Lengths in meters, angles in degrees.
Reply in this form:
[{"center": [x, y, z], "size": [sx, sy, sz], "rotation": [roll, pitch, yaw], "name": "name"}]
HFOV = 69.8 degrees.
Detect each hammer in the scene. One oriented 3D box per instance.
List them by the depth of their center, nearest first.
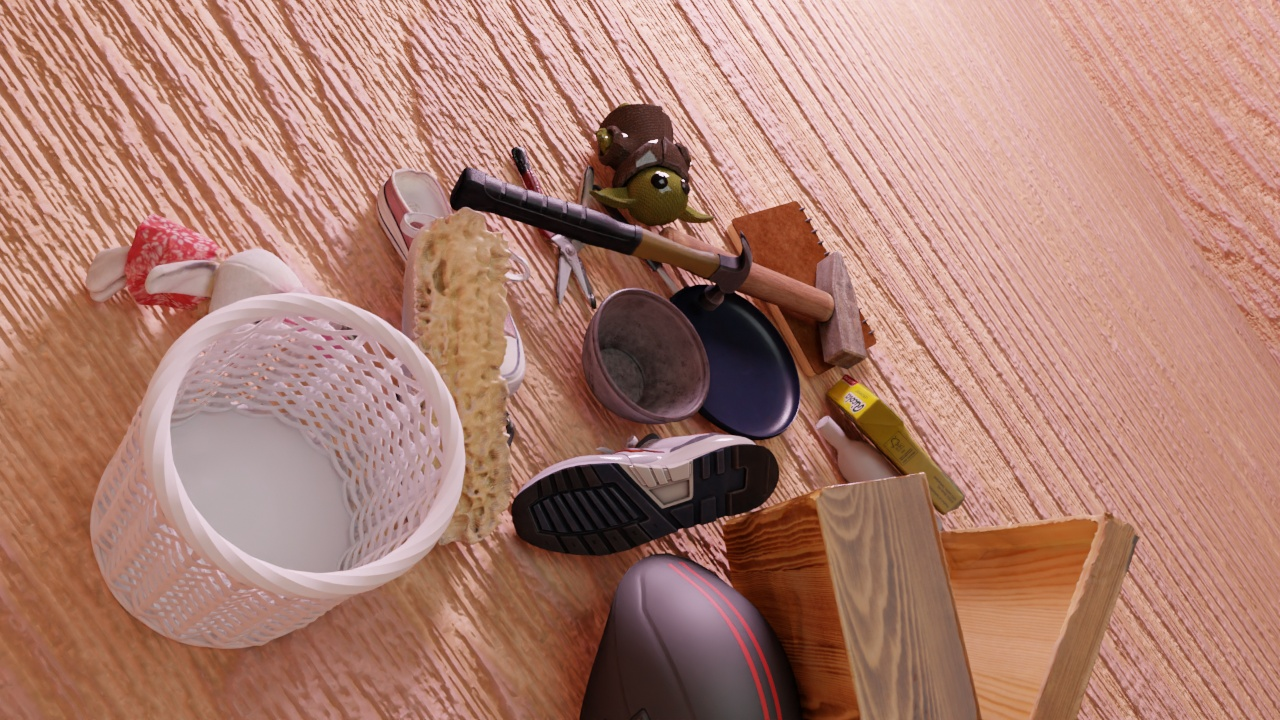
[{"center": [-0.030, -0.131, 0.951], "size": [0.332, 0.118, 0.025], "rotation": [15, 54, -25], "name": "hammer"}, {"center": [0.146, -0.101, 1.113], "size": [0.300, 0.037, 0.157], "rotation": [17, 55, -30], "name": "hammer"}]

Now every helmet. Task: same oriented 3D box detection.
[{"center": [0.046, 0.287, 0.746], "size": [0.164, 0.170, 0.264], "rotation": [2, 65, -40], "name": "helmet"}]

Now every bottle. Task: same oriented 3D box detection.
[{"center": [0.283, 0.143, 1.111], "size": [0.195, 0.053, 0.052], "rotation": [46, 45, -10], "name": "bottle"}]

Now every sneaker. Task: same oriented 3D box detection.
[{"center": [-0.161, -0.081, 0.827], "size": [0.118, 0.088, 0.241], "rotation": [-17, 74, -44], "name": "sneaker"}, {"center": [0.000, 0.115, 0.858], "size": [0.239, 0.124, 0.089], "rotation": [-9, 99, -6], "name": "sneaker"}]

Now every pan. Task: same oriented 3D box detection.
[{"center": [0.055, -0.060, 1.055], "size": [0.356, 0.021, 0.198], "rotation": [51, 43, 0], "name": "pan"}]

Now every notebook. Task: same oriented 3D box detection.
[{"center": [0.216, -0.099, 1.211], "size": [0.167, 0.024, 0.225], "rotation": [-23, 82, -44], "name": "notebook"}]

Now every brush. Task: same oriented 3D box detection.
[{"center": [-0.150, 0.015, 0.750], "size": [0.083, 0.057, 0.271], "rotation": [2, 88, -28], "name": "brush"}]

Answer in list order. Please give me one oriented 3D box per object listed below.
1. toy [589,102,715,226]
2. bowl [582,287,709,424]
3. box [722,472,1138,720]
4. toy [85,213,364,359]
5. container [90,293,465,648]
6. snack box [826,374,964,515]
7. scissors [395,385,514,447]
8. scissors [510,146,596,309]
[{"center": [0.008, -0.228, 1.063], "size": [0.179, 0.078, 0.152], "rotation": [4, 60, -39], "name": "toy"}, {"center": [-0.006, 0.005, 0.933], "size": [0.144, 0.067, 0.144], "rotation": [20, 55, -31], "name": "bowl"}, {"center": [0.245, 0.243, 0.790], "size": [0.263, 0.280, 0.269], "rotation": [-4, 76, -12], "name": "box"}, {"center": [-0.304, -0.046, 0.681], "size": [0.194, 0.159, 0.084], "rotation": [18, 79, -11], "name": "toy"}, {"center": [-0.242, 0.080, 0.605], "size": [0.189, 0.187, 0.189], "rotation": [20, 55, -31], "name": "container"}, {"center": [0.316, 0.102, 1.126], "size": [0.181, 0.045, 0.121], "rotation": [45, 5, -12], "name": "snack box"}, {"center": [-0.158, 0.016, 0.839], "size": [0.157, 0.013, 0.168], "rotation": [-22, 78, -47], "name": "scissors"}, {"center": [-0.082, -0.155, 0.996], "size": [0.195, 0.015, 0.178], "rotation": [49, 45, -8], "name": "scissors"}]
